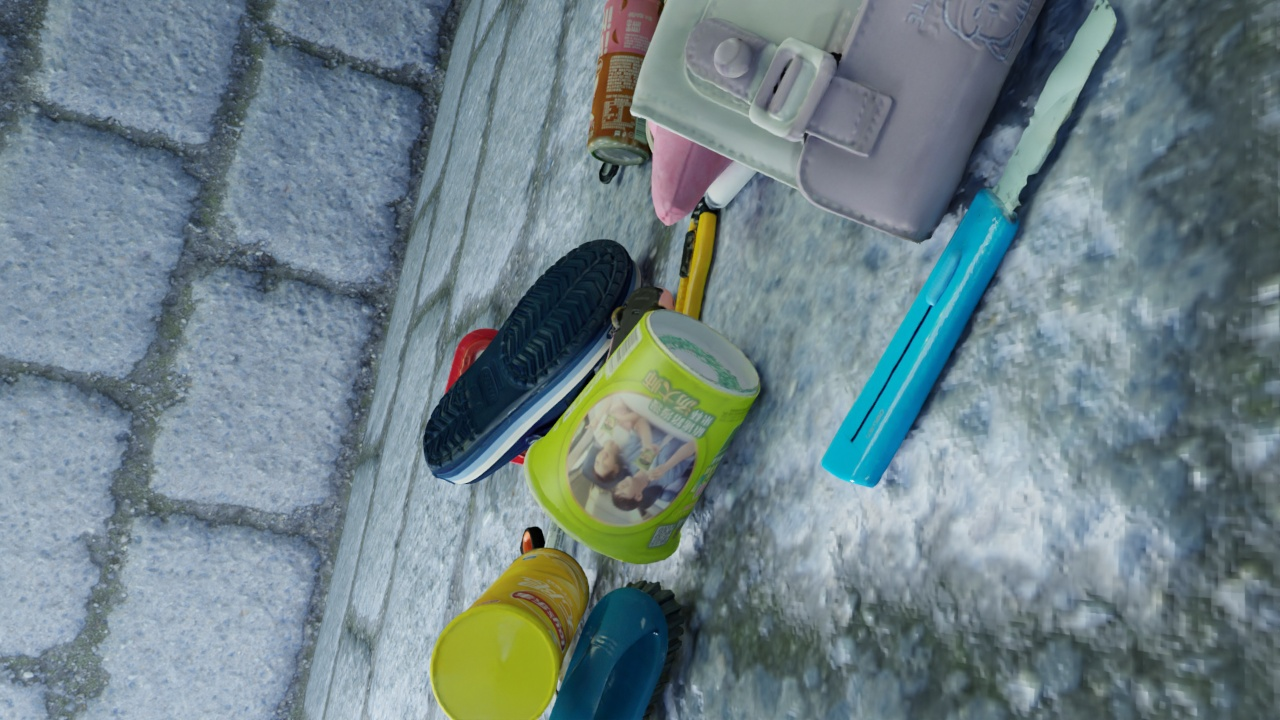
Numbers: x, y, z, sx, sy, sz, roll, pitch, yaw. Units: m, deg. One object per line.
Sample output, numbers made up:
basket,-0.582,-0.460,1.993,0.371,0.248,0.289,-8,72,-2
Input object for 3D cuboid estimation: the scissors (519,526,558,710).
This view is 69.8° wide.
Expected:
scissors,-0.079,0.246,0.755,0.153,0.021,0.234,118,149,-50

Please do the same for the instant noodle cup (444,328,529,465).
instant noodle cup,-0.128,0.032,0.892,0.124,0.116,0.116,-154,79,-81

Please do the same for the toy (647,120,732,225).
toy,0.047,-0.178,0.577,0.178,0.074,0.194,-118,46,-82

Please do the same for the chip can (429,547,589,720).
chip can,-0.078,0.174,0.604,0.213,0.072,0.072,68,-144,-87

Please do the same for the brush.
brush,-0.024,0.200,0.546,0.055,0.073,0.144,28,109,25

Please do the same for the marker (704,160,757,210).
marker,0.079,-0.136,0.591,0.131,0.018,0.022,-44,47,54

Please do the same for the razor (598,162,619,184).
razor,-0.010,-0.237,0.877,0.043,0.022,0.143,27,104,33

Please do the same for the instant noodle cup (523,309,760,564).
instant noodle cup,0.008,0.039,0.550,0.124,0.111,0.111,-56,27,23

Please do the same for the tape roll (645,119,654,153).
tape roll,0.038,-0.186,0.687,0.086,0.013,0.085,-5,83,46

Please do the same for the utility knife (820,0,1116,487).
utility knife,0.136,-0.040,0.386,0.225,0.018,0.034,-66,22,20

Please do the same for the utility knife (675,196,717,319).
utility knife,0.034,-0.043,0.647,0.033,0.015,0.156,161,121,-69

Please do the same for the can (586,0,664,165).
can,-0.011,-0.253,0.822,0.058,0.058,0.147,173,105,-68

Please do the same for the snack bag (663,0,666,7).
snack bag,0.039,-0.275,0.757,0.110,0.038,0.191,-6,75,62

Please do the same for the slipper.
slipper,-0.079,0.015,0.778,0.253,0.095,0.105,-46,45,10

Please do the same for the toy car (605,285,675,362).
toy car,-0.004,0.004,0.676,0.056,0.037,0.122,6,78,61

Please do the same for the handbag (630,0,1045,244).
handbag,0.099,-0.166,0.384,0.197,0.145,0.098,-67,-10,16

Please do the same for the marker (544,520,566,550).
marker,-0.072,0.155,0.754,0.017,0.017,0.145,-45,28,54
